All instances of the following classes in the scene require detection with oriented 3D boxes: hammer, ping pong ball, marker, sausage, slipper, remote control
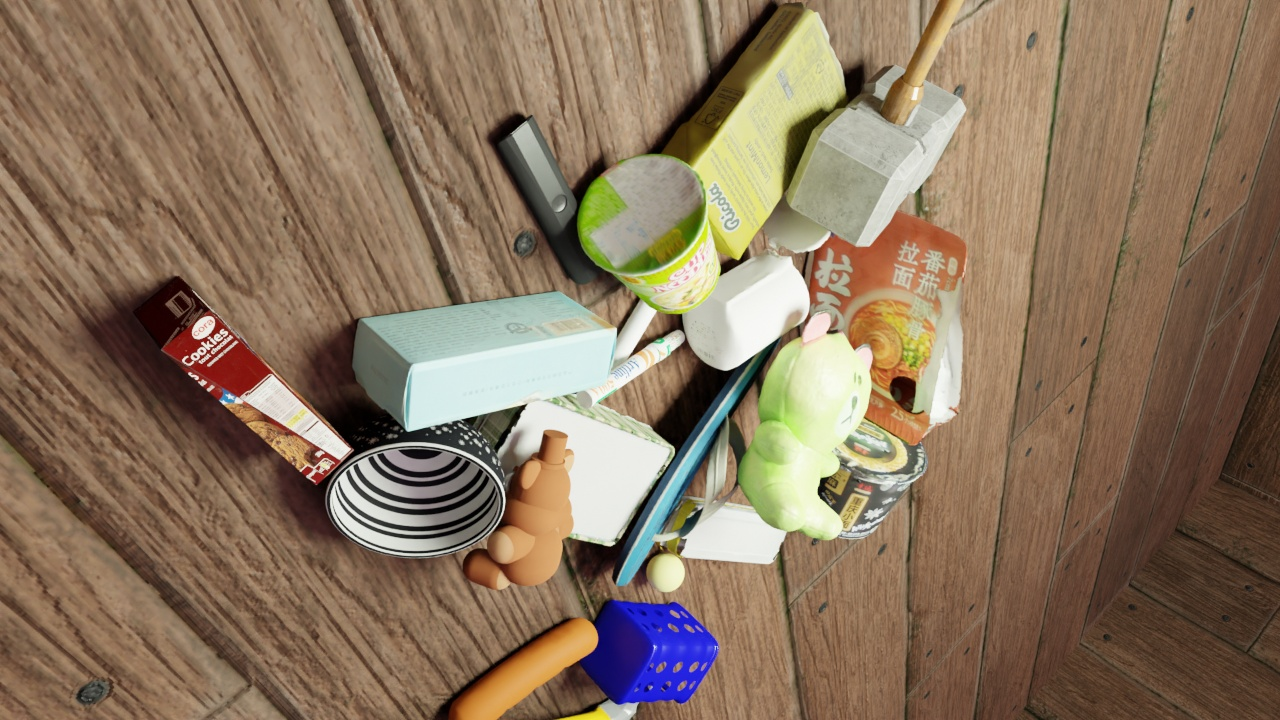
[{"bbox_3d":[-0.098,0.372,0.912,0.127,0.029,0.323,-54,149,6],"label":"hammer"},{"bbox_3d":[0.026,0.222,0.963,0.040,0.040,0.040,-25,131,-32],"label":"ping pong ball"},{"bbox_3d":[-0.005,-0.028,0.780,0.133,0.017,0.020,-59,178,3],"label":"marker"},{"bbox_3d":[-0.110,0.299,0.878,0.163,0.039,0.044,-29,136,-29],"label":"sausage"},{"bbox_3d":[0.067,0.100,0.880,0.295,0.060,0.118,-57,166,-3],"label":"slipper"},{"bbox_3d":[-0.062,-0.113,0.668,0.033,0.015,0.147,-44,139,-15],"label":"remote control"},{"bbox_3d":[0.229,-0.255,0.708,0.162,0.083,0.319,-45,162,-39],"label":"hammer"},{"bbox_3d":[-0.005,0.005,0.774,0.145,0.017,0.017,-34,138,-49],"label":"marker"}]

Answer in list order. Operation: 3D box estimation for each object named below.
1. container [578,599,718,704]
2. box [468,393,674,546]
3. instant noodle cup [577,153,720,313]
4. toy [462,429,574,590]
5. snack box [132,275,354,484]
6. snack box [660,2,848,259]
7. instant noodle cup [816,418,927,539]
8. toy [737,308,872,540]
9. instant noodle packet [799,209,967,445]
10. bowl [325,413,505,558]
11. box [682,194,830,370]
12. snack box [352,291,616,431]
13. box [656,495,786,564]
[{"bbox_3d":[0.008,0.308,0.968,0.113,0.084,0.085,21,101,-49],"label":"container"},{"bbox_3d":[-0.066,0.087,0.775,0.205,0.051,0.118,24,100,-49],"label":"box"},{"bbox_3d":[0.016,-0.087,0.702,0.099,0.099,0.108,-52,153,-6],"label":"instant noodle cup"},{"bbox_3d":[-0.085,0.112,0.696,0.094,0.065,0.128,-10,117,-62],"label":"toy"},{"bbox_3d":[-0.234,0.016,0.553,0.031,0.051,0.141,-44,139,-15],"label":"snack box"},{"bbox_3d":[0.096,-0.189,0.754,0.180,0.045,0.121,-54,143,-6],"label":"snack box"},{"bbox_3d":[0.245,0.133,1.059,0.137,0.137,0.112,-17,135,-38],"label":"instant noodle cup"},{"bbox_3d":[0.150,0.062,0.853,0.150,0.107,0.196,22,76,-51],"label":"toy"},{"bbox_3d":[0.239,-0.052,0.896,0.083,0.164,0.221,-28,133,-28],"label":"instant noodle packet"},{"bbox_3d":[-0.157,0.077,0.651,0.120,0.066,0.120,-5,132,-5],"label":"bowl"},{"bbox_3d":[0.111,-0.074,0.821,0.155,0.084,0.126,-30,127,-30],"label":"box"},{"bbox_3d":[-0.106,-0.005,0.650,0.174,0.075,0.053,-12,124,-41],"label":"snack box"},{"bbox_3d":[0.095,0.190,1.022,0.209,0.037,0.064,19,96,-49],"label":"box"}]
